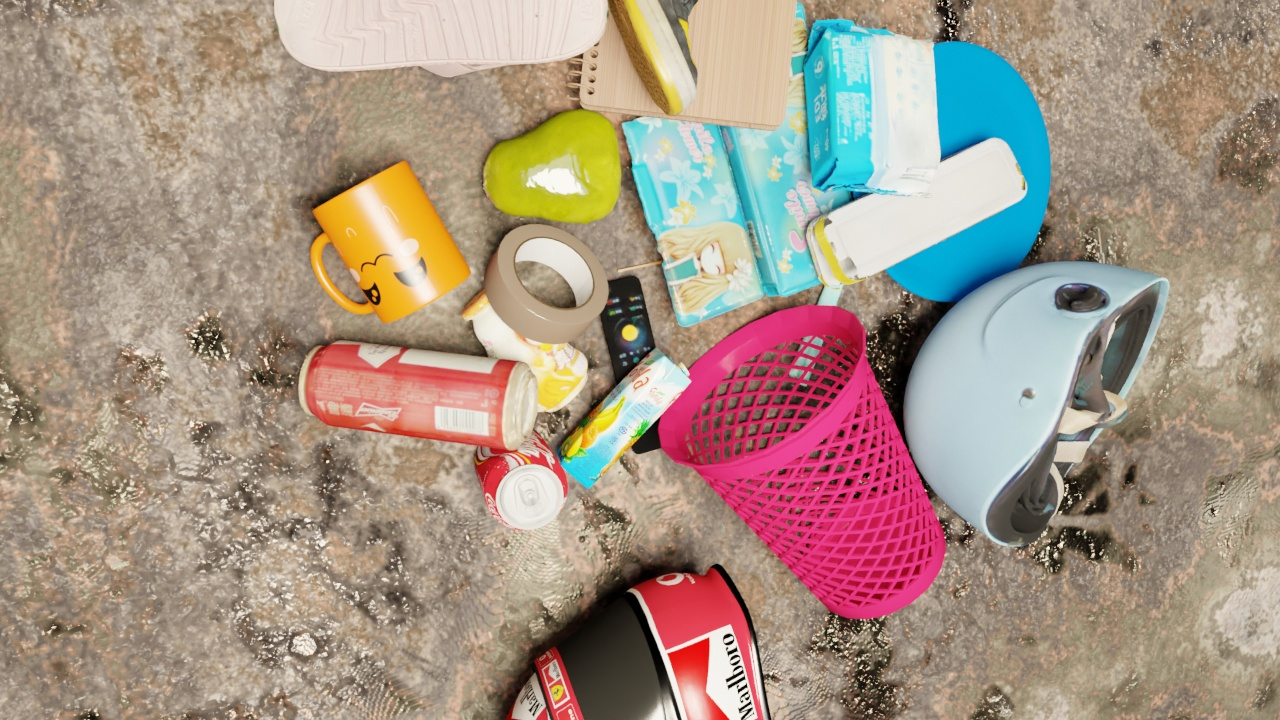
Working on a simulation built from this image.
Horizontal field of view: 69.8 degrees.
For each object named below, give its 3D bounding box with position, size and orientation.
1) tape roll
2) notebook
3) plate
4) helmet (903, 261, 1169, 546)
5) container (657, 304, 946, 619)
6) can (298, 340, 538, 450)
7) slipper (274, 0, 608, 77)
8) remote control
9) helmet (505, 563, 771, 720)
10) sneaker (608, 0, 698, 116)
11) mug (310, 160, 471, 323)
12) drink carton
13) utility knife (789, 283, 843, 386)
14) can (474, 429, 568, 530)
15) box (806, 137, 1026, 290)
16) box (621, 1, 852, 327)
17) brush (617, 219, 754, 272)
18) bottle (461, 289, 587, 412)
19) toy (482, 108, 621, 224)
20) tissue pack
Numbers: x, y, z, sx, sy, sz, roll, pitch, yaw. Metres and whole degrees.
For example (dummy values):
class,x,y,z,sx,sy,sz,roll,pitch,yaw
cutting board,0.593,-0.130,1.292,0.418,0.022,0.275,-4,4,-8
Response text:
class,x,y,z,sx,sy,sz,roll,pitch,yaw
tape roll,-0.073,-0.060,0.716,0.093,0.030,0.093,17,52,-23
notebook,0.036,-0.292,0.704,0.169,0.022,0.210,6,91,-3
plate,0.274,-0.165,0.816,0.224,0.024,0.224,-3,98,-24
helmet,0.334,0.016,0.790,0.265,0.167,0.226,-40,145,-16
container,0.152,0.098,0.774,0.183,0.183,0.226,-39,115,-6
can,-0.165,0.025,0.691,0.170,0.067,0.067,6,99,7
slipper,-0.142,-0.259,0.673,0.239,0.064,0.094,-4,101,3
remote control,-0.005,0.005,0.783,0.041,0.020,0.152,-15,103,-10
helmet,-0.008,0.325,0.752,0.224,0.198,0.271,-14,96,-13
sneaker,0.029,-0.299,0.647,0.122,0.086,0.238,-19,89,0
mug,-0.199,-0.082,0.691,0.113,0.077,0.096,-22,108,22
drink carton,-0.014,0.046,0.756,0.038,0.044,0.129,43,93,-16
utility knife,0.163,-0.035,0.824,0.022,0.015,0.120,19,94,-27
can,-0.096,0.092,0.729,0.064,0.105,0.064,-3,101,-15
box,0.231,-0.125,0.772,0.209,0.045,0.066,-26,94,-19
box,0.080,-0.158,0.752,0.181,0.039,0.227,-21,101,-18
brush,0.047,-0.089,0.780,0.126,0.017,0.048,-13,104,-13
bottle,-0.094,-0.010,0.734,0.063,0.063,0.109,-44,107,-4
toy,-0.069,-0.150,0.719,0.110,0.051,0.090,-7,100,-11
tissue pack,0.180,-0.196,0.721,0.093,0.062,0.144,1,81,-11
